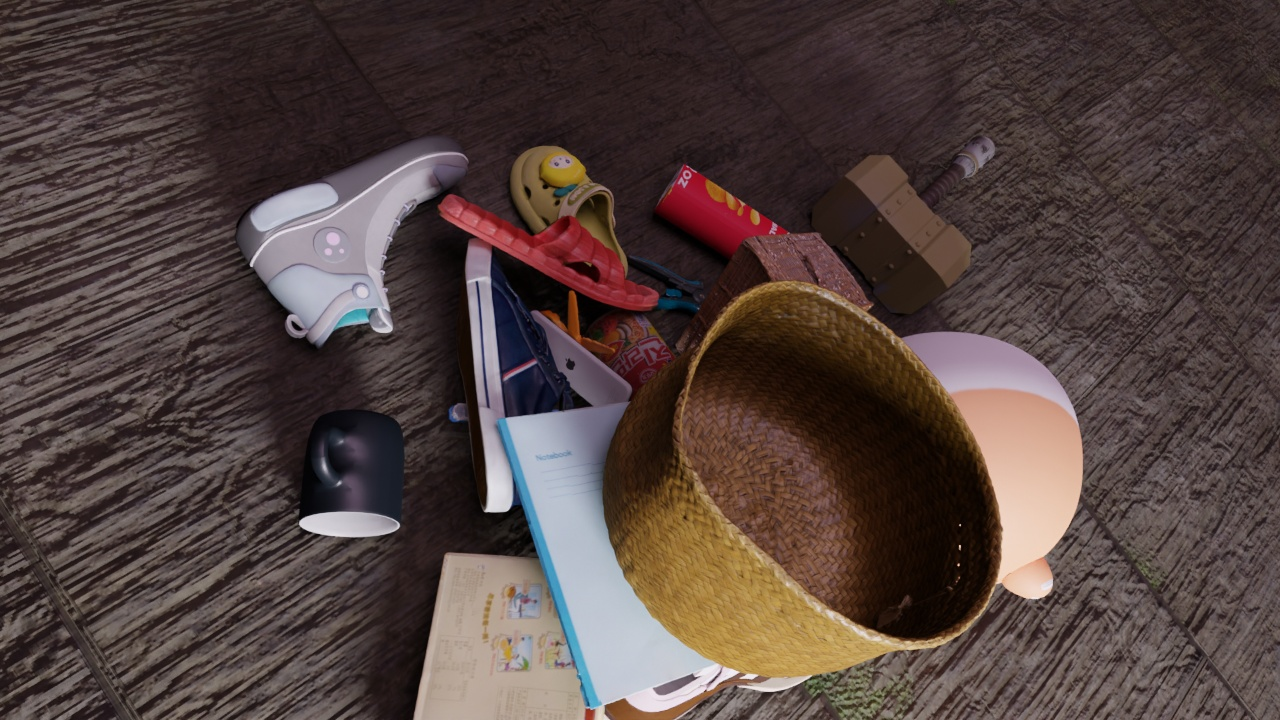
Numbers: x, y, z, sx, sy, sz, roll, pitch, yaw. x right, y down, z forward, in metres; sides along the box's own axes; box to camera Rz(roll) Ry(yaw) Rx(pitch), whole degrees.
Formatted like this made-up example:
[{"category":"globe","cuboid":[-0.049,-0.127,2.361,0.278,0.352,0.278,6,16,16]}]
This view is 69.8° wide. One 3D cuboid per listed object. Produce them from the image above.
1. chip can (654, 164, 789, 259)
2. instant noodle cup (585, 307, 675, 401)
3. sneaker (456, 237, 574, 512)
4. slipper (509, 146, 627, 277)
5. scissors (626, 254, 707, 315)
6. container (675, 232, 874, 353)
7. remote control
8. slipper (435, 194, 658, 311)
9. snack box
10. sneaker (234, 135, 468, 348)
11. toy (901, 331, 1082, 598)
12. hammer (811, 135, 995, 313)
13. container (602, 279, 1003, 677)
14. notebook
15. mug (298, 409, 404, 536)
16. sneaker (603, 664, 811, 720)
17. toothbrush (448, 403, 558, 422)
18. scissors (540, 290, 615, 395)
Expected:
[{"category":"chip can","cuboid":[0.126,-0.150,1.111,0.220,0.069,0.069,31,58,-8]},{"category":"instant noodle cup","cuboid":[-0.006,0.006,0.968,0.100,0.101,0.112,-16,67,-30]},{"category":"sneaker","cuboid":[-0.112,0.005,0.899,0.127,0.121,0.294,-5,60,-19]},{"category":"slipper","cuboid":[-0.074,-0.164,1.022,0.091,0.082,0.190,-26,82,-29]},{"category":"scissors","cuboid":[0.039,-0.081,1.069,0.151,0.019,0.119,-21,74,-36]},{"category":"container","cuboid":[0.140,-0.036,0.988,0.112,0.199,0.113,-13,61,-33]},{"category":"remote control","cuboid":[-0.068,0.004,0.935,0.147,0.045,0.008,38,30,24]},{"category":"slipper","cuboid":[-0.084,-0.120,0.939,0.248,0.103,0.059,24,102,-17]},{"category":"snack box","cuboid":[-0.106,0.273,0.780,0.153,0.055,0.207,3,61,4]},{"category":"sneaker","cuboid":[-0.255,-0.118,0.920,0.256,0.093,0.160,-31,90,-34]},{"category":"toy","cuboid":[0.321,0.113,0.964,0.262,0.266,0.280,8,49,-14]},{"category":"hammer","cuboid":[0.400,-0.226,1.253,0.190,0.101,0.323,48,57,3]},{"category":"container","cuboid":[0.124,0.112,0.775,0.306,0.197,0.306,14,53,-20]},{"category":"notebook","cuboid":[-0.011,0.154,0.805,0.180,0.009,0.253,-7,65,-35]},{"category":"mug","cuboid":[-0.255,0.092,0.795,0.085,0.122,0.094,-6,65,4]},{"category":"sneaker","cuboid":[0.094,0.266,0.872,0.293,0.117,0.111,-6,69,-27]},{"category":"toothbrush","cuboid":[-0.113,0.055,0.939,0.166,0.014,0.016,3,66,-24]},{"category":"scissors","cuboid":[-0.067,-0.015,0.948,0.011,0.125,0.131,-30,119,-34]}]
